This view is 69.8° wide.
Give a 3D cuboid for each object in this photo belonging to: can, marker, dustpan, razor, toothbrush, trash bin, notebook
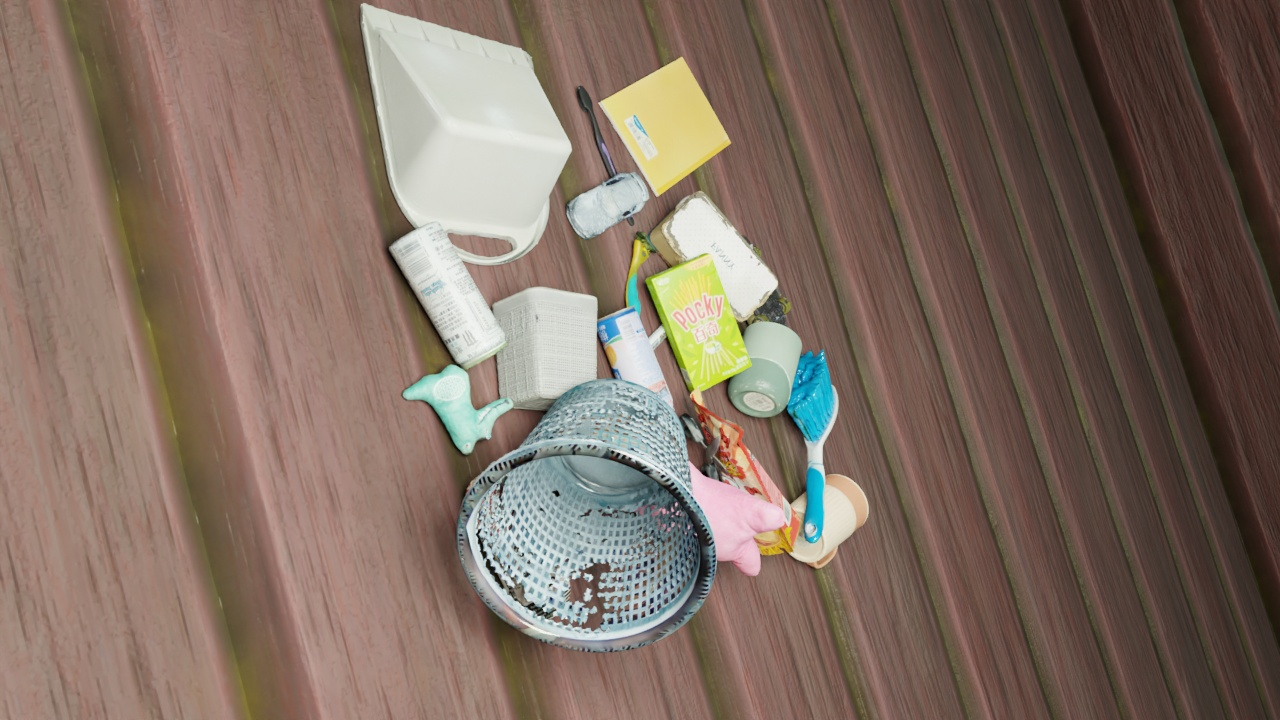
[{"bbox_3d":[-0.006,0.006,1.086,0.053,0.053,0.134,-23,91,-45],"label":"can"},{"bbox_3d":[-0.195,-0.066,0.935,0.058,0.058,0.147,-37,102,-43],"label":"can"},{"bbox_3d":[0.033,-0.041,1.165,0.017,0.017,0.145,56,47,-12],"label":"marker"},{"bbox_3d":[-0.197,-0.243,1.029,0.222,0.143,0.257,1,46,-43],"label":"dustpan"},{"bbox_3d":[-0.003,-0.097,1.142,0.043,0.028,0.132,52,38,-53],"label":"razor"},{"bbox_3d":[-0.045,-0.261,1.176,0.014,0.017,0.189,-24,95,-33],"label":"toothbrush"},{"bbox_3d":[-0.038,0.125,0.870,0.226,0.227,0.194,51,21,-17],"label":"trash bin"},{"bbox_3d":[0.040,-0.329,1.277,0.205,0.010,0.146,-44,106,-42],"label":"notebook"}]

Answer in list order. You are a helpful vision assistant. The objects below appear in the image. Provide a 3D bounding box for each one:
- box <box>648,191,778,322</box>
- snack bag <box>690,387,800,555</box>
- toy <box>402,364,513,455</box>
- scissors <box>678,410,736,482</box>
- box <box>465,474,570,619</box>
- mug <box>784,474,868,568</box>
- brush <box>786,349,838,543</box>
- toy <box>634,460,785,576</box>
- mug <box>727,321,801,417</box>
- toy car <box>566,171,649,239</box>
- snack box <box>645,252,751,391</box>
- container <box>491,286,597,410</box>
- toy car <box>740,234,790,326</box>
[{"bbox_3d":[0.100,-0.126,1.199,0.089,0.060,0.184,-44,104,-17],"label":"box"},{"bbox_3d":[0.126,0.137,1.106,0.073,0.128,0.208,-32,118,-6],"label":"snack bag"},{"bbox_3d":[-0.179,0.047,0.926,0.096,0.030,0.092,-30,100,-23],"label":"toy"},{"bbox_3d":[0.081,0.110,1.079,0.014,0.178,0.159,-23,51,-10],"label":"scissors"},{"bbox_3d":[-0.119,0.183,0.922,0.070,0.056,0.164,-29,96,-29],"label":"box"},{"bbox_3d":[0.242,0.225,1.229,0.105,0.082,0.115,-25,123,-43],"label":"mug"},{"bbox_3d":[0.229,0.104,1.224,0.109,0.061,0.313,61,28,-20],"label":"brush"},{"bbox_3d":[0.055,0.173,1.025,0.194,0.179,0.074,27,48,8],"label":"toy"},{"bbox_3d":[0.168,0.023,1.230,0.112,0.082,0.106,66,35,-49],"label":"mug"},{"bbox_3d":[-0.040,-0.194,1.136,0.120,0.037,0.054,-36,102,-36],"label":"toy car"},{"bbox_3d":[0.074,-0.047,1.148,0.085,0.026,0.156,-25,103,-15],"label":"snack box"},{"bbox_3d":[-0.101,-0.008,0.982,0.090,0.090,0.114,7,74,-40],"label":"container"},{"bbox_3d":[0.157,-0.102,1.281,0.070,0.042,0.158,-36,102,-41],"label":"toy car"}]
